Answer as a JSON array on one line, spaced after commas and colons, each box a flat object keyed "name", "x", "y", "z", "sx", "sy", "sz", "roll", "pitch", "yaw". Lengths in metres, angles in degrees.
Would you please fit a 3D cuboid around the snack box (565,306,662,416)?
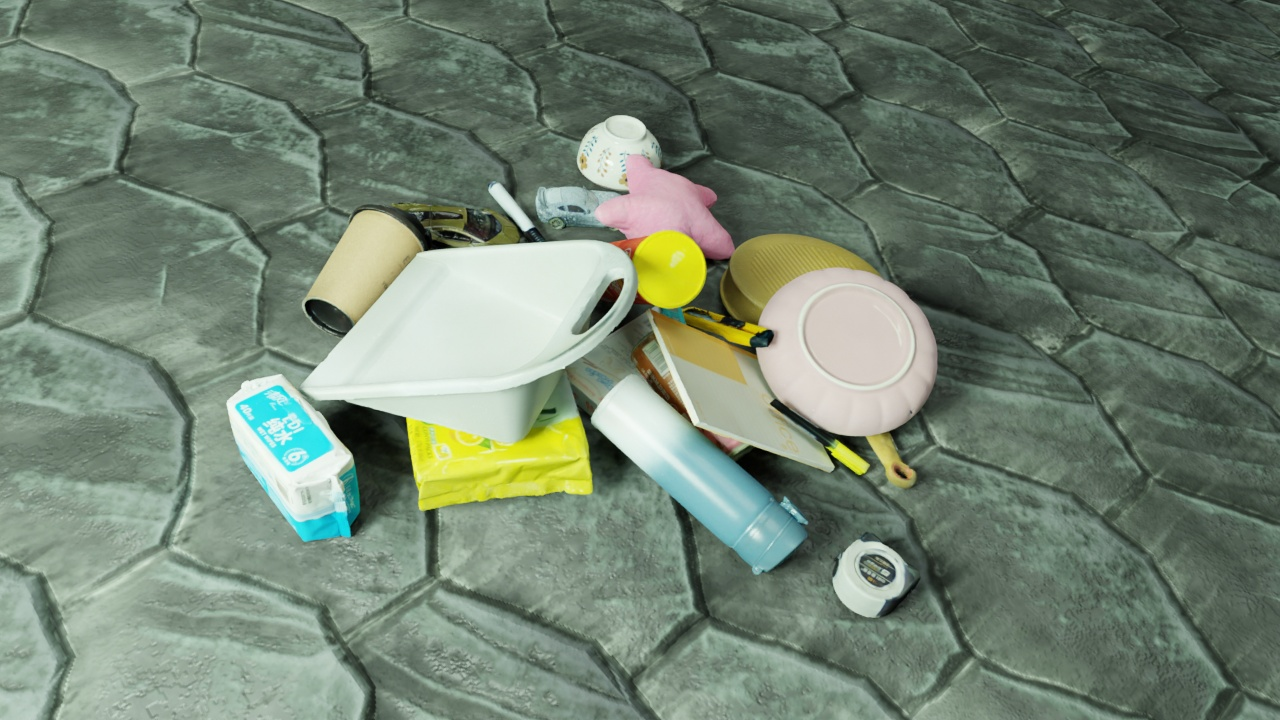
[{"name": "snack box", "x": -0.006, "y": 0.006, "z": 0.964, "sx": 0.085, "sy": 0.027, "sz": 0.156, "roll": 39, "pitch": 52, "yaw": 22}]

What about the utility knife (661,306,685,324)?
[{"name": "utility knife", "x": 0.029, "y": -0.072, "z": 1.028, "sx": 0.029, "sy": 0.013, "sz": 0.160, "roll": 17, "pitch": 27, "yaw": -18}]

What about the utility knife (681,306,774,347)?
[{"name": "utility knife", "x": 0.080, "y": -0.040, "z": 0.977, "sx": 0.033, "sy": 0.015, "sz": 0.173, "roll": -26, "pitch": 26, "yaw": -28}]

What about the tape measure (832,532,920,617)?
[{"name": "tape measure", "x": 0.208, "y": 0.196, "z": 0.826, "sx": 0.065, "sy": 0.034, "sz": 0.066, "roll": -27, "pitch": 56, "yaw": -34}]

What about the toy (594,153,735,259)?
[{"name": "toy", "x": 0.039, "y": -0.164, "z": 1.097, "sx": 0.178, "sy": 0.075, "sz": 0.194, "roll": 27, "pitch": 42, "yaw": -7}]

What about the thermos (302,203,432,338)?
[{"name": "thermos", "x": -0.288, "y": -0.095, "z": 0.963, "sx": 0.093, "sy": 0.093, "sz": 0.142, "roll": 19, "pitch": 54, "yaw": 7}]

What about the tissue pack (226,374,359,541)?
[{"name": "tissue pack", "x": -0.295, "y": 0.083, "z": 0.790, "sx": 0.063, "sy": 0.090, "sz": 0.140, "roll": -31, "pitch": 59, "yaw": -33}]

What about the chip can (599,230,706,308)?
[{"name": "chip can", "x": -0.004, "y": -0.092, "z": 0.938, "sx": 0.073, "sy": 0.073, "sz": 0.217, "roll": -6, "pitch": 7, "yaw": -17}]

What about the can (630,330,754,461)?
[{"name": "can", "x": 0.052, "y": 0.036, "z": 0.904, "sx": 0.057, "sy": 0.058, "sz": 0.147, "roll": -27, "pitch": 73, "yaw": -31}]

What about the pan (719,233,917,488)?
[{"name": "pan", "x": 0.215, "y": -0.014, "z": 1.014, "sx": 0.197, "sy": 0.078, "sz": 0.357, "roll": -6, "pitch": 43, "yaw": -20}]

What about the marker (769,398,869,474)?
[{"name": "marker", "x": 0.178, "y": 0.076, "z": 0.913, "sx": 0.124, "sy": 0.018, "sz": 0.015, "roll": 35, "pitch": 81, "yaw": -11}]

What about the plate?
[{"name": "plate", "x": 0.217, "y": -0.018, "z": 0.945, "sx": 0.192, "sy": 0.039, "sz": 0.192, "roll": 2, "pitch": 65, "yaw": -5}]

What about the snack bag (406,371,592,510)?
[{"name": "snack bag", "x": -0.149, "y": 0.035, "z": 0.879, "sx": 0.158, "sy": 0.068, "sz": 0.246, "roll": -6, "pitch": 49, "yaw": -16}]

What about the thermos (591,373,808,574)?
[{"name": "thermos", "x": 0.055, "y": 0.104, "z": 0.843, "sx": 0.220, "sy": 0.070, "sz": 0.070, "roll": 40, "pitch": 52, "yaw": 14}]

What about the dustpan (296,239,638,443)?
[{"name": "dustpan", "x": -0.137, "y": -0.045, "z": 0.814, "sx": 0.258, "sy": 0.143, "sz": 0.222, "roll": 21, "pitch": 46, "yaw": 8}]

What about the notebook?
[{"name": "notebook", "x": 0.099, "y": 0.032, "z": 0.898, "sx": 0.206, "sy": 0.010, "sz": 0.145, "roll": 21, "pitch": 35, "yaw": -40}]

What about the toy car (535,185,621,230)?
[{"name": "toy car", "x": -0.069, "y": -0.189, "z": 1.128, "sx": 0.120, "sy": 0.037, "sz": 0.054, "roll": 3, "pitch": 47, "yaw": -13}]

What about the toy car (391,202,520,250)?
[{"name": "toy car", "x": -0.217, "y": -0.151, "z": 1.059, "sx": 0.158, "sy": 0.042, "sz": 0.070, "roll": 2, "pitch": 48, "yaw": -13}]

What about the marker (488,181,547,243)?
[{"name": "marker", "x": -0.149, "y": -0.175, "z": 1.108, "sx": 0.022, "sy": 0.018, "sz": 0.130, "roll": -8, "pitch": 48, "yaw": -43}]

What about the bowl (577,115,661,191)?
[{"name": "bowl", "x": -0.025, "y": -0.280, "z": 1.203, "sx": 0.113, "sy": 0.062, "sz": 0.113, "roll": 5, "pitch": 47, "yaw": -5}]
